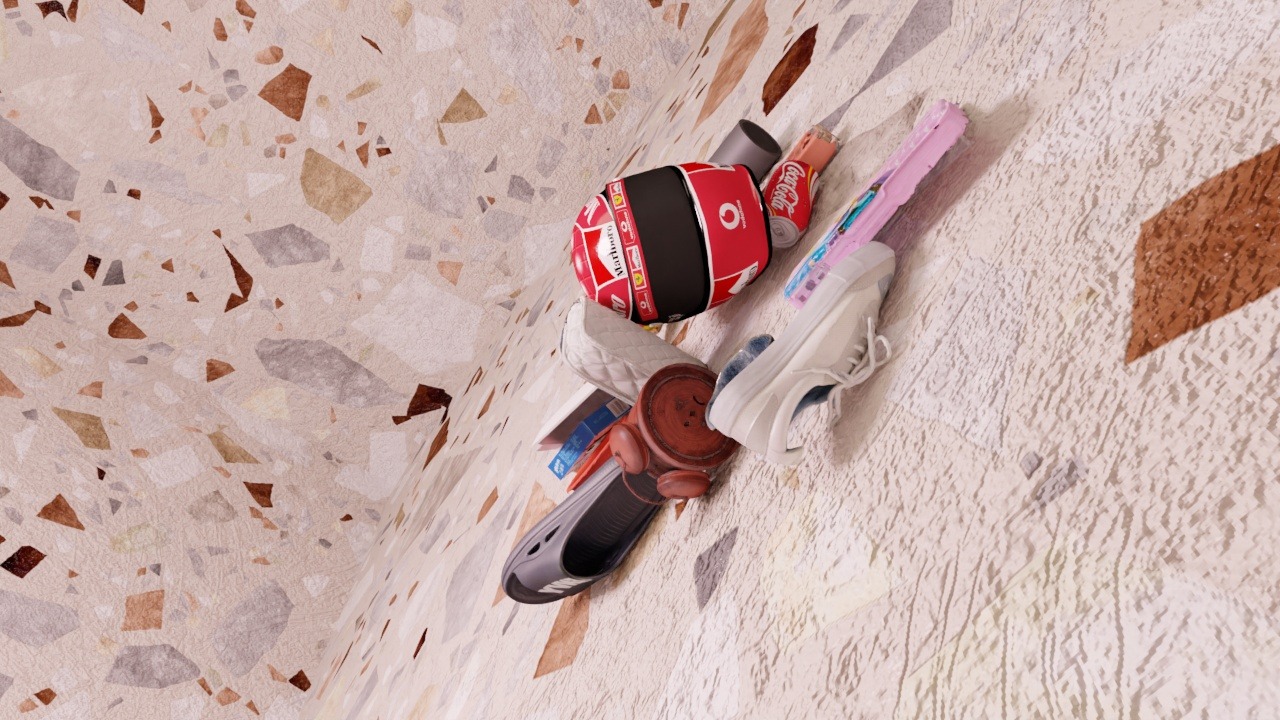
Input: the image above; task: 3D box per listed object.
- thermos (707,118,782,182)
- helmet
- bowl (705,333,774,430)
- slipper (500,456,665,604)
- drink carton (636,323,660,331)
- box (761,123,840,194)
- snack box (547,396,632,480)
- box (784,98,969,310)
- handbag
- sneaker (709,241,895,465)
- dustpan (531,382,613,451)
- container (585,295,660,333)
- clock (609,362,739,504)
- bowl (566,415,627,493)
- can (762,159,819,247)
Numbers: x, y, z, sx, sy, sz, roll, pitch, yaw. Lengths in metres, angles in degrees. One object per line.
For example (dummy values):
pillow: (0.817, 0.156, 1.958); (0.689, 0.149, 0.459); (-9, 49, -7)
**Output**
thermos: (0.115, -0.260, 1.447); (0.241, 0.082, 0.082); (-49, 18, 33)
helmet: (0.025, -0.146, 1.169); (0.271, 0.224, 0.197); (177, 79, -85)
bowl: (0.118, 0.031, 0.928); (0.111, 0.055, 0.110); (-53, 16, 23)
slipper: (-0.055, 0.216, 1.072); (0.269, 0.110, 0.083); (-48, 33, 20)
drink carton: (-0.007, -0.066, 1.399); (0.134, 0.058, 0.043); (-32, -4, -46)
box: (0.191, -0.224, 1.206); (0.188, 0.056, 0.064); (-54, 52, 25)
snack box: (-0.074, 0.111, 1.333); (0.087, 0.033, 0.155); (-36, -10, -37)
box: (0.231, -0.160, 0.907); (0.231, 0.035, 0.159); (-52, 1, 28)
handbag: (-0.007, 0.006, 1.110); (0.073, 0.195, 0.138); (-53, 18, 22)
sneaker: (0.170, -0.004, 0.814); (0.241, 0.091, 0.090); (-46, -21, -22)
dustpan: (-0.058, 0.058, 1.316); (0.191, 0.053, 0.257); (-43, 4, 1)
container: (-0.013, -0.125, 1.543); (0.114, 0.112, 0.198); (-37, 25, 56)
clock: (0.035, 0.081, 0.979); (0.157, 0.120, 0.072); (-59, 5, -32)
bowl: (-0.043, 0.137, 1.231); (0.130, 0.045, 0.130); (-51, 2, 2)
can: (0.182, -0.195, 1.140); (0.064, 0.064, 0.104); (-39, 25, 52)
